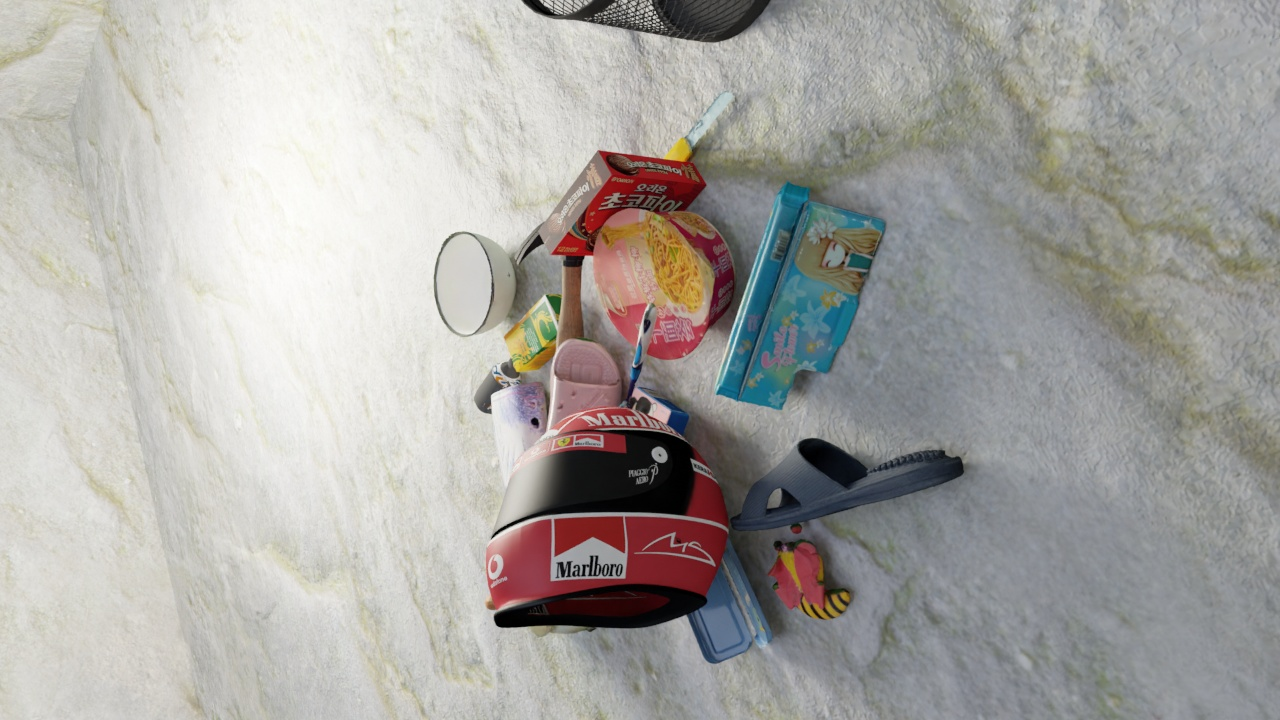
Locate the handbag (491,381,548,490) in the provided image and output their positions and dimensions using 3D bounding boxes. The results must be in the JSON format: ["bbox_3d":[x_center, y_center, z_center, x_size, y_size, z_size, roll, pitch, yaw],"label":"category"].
[{"bbox_3d":[-0.154,0.113,1.276,0.127,0.069,0.158,160,102,-67],"label":"handbag"}]

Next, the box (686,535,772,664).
[{"bbox_3d":[0.085,0.244,1.081,0.122,0.047,0.209,-41,66,41],"label":"box"}]

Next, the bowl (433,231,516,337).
[{"bbox_3d":[-0.236,-0.112,1.352,0.154,0.072,0.153,4,96,45],"label":"bowl"}]

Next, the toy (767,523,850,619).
[{"bbox_3d":[0.177,0.233,0.985,0.103,0.046,0.084,53,124,19],"label":"toy"}]

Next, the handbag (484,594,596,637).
[{"bbox_3d":[-0.147,0.312,1.266,0.172,0.123,0.112,3,102,40],"label":"handbag"}]

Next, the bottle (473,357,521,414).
[{"bbox_3d":[-0.207,0.035,1.355,0.113,0.046,0.047,-51,59,36],"label":"bottle"}]

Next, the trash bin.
[{"bbox_3d":[0.011,-0.449,0.958,0.218,0.226,0.218,5,97,45],"label":"trash bin"}]

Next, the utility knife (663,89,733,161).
[{"bbox_3d":[0.040,-0.237,1.099,0.228,0.019,0.030,-47,66,43],"label":"utility knife"}]

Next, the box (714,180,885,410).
[{"bbox_3d":[0.167,-0.059,0.964,0.117,0.097,0.227,19,110,7],"label":"box"}]

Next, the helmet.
[{"bbox_3d":[-0.036,0.160,0.973,0.198,0.270,0.224,-38,50,45],"label":"helmet"}]

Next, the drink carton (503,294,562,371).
[{"bbox_3d":[-0.140,-0.036,1.284,0.123,0.041,0.058,-39,67,40],"label":"drink carton"}]

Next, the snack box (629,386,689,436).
[{"bbox_3d":[0.002,0.119,1.128,0.088,0.033,0.154,34,107,55],"label":"snack box"}]

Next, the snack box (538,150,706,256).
[{"bbox_3d":[-0.021,-0.178,1.069,0.133,0.151,0.035,-46,62,38],"label":"snack box"}]

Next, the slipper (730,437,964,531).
[{"bbox_3d":[0.190,0.114,0.922,0.264,0.101,0.082,-24,77,41],"label":"slipper"}]

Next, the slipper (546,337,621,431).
[{"bbox_3d":[-0.074,0.091,1.176,0.064,0.094,0.239,-110,24,-85],"label":"slipper"}]

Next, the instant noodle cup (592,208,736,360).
[{"bbox_3d":[0.034,-0.096,1.051,0.179,0.077,0.179,25,128,37],"label":"instant noodle cup"}]

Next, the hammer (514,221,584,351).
[{"bbox_3d":[-0.098,-0.034,1.207,0.040,0.132,0.306,-123,34,-66],"label":"hammer"}]

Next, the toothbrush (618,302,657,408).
[{"bbox_3d":[-0.006,0.006,1.077,0.016,0.017,0.189,37,135,23],"label":"toothbrush"}]
